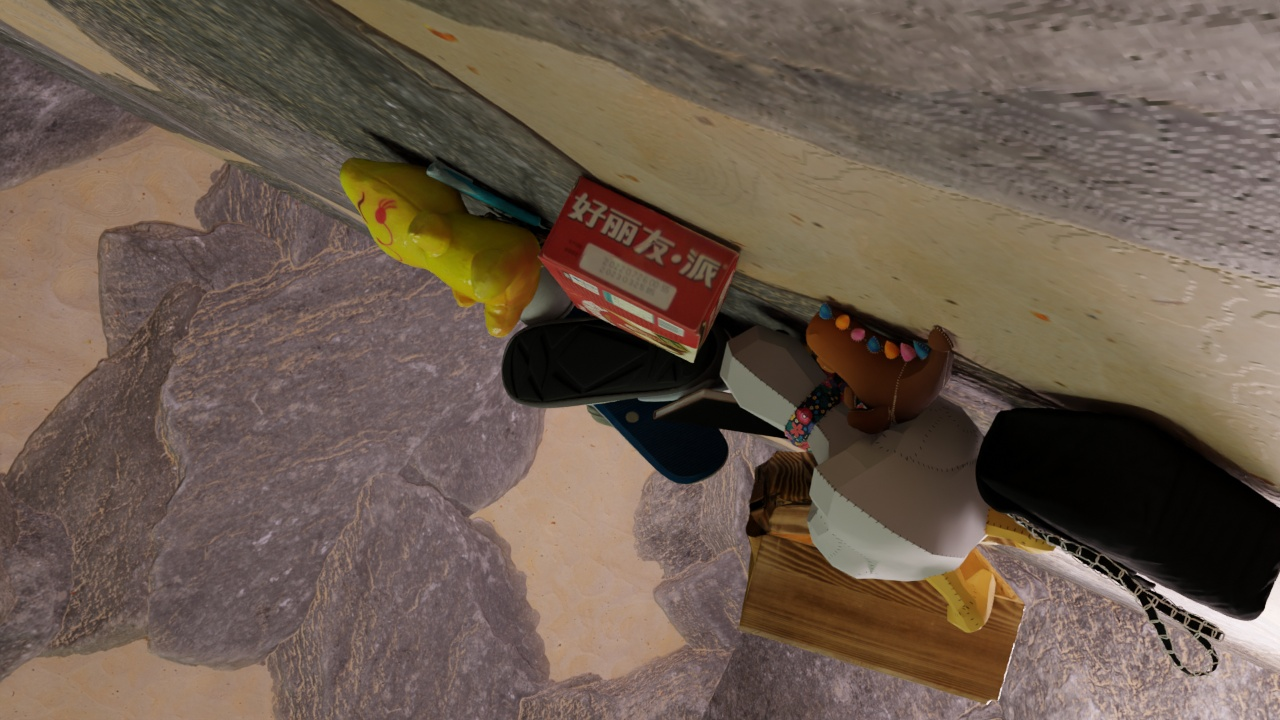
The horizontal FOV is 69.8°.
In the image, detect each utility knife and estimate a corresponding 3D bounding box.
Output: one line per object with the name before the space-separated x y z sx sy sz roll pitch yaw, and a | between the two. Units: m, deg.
utility knife | -0.106 -0.128 0.794 0.168 0.015 0.022 25 -176 -22

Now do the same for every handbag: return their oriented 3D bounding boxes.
handbag | 0.277 0.101 0.543 0.153 0.114 0.125 24 179 -22

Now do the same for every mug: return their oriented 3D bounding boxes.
mug | -0.101 -0.085 0.938 0.113 0.084 0.070 -9 157 27

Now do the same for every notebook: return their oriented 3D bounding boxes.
notebook | 0.133 0.058 0.874 0.209 0.008 0.142 10 166 -15

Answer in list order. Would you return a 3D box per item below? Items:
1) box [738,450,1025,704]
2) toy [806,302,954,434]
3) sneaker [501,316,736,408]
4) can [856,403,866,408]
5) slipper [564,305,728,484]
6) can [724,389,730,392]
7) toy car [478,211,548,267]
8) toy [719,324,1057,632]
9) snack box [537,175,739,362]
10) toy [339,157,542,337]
box | 0.224 0.179 0.919 0.247 0.176 0.279 13 -174 8
toy | 0.145 -0.008 0.560 0.090 0.070 0.103 38 157 15
sneaker | -0.006 0.005 0.952 0.257 0.093 0.160 -6 170 30
can | 0.226 0.052 0.780 0.086 0.043 0.086 26 177 1
slipper | -0.015 0.031 1.019 0.295 0.118 0.060 50 151 29
can | 0.099 0.019 1.063 0.127 0.064 0.064 28 176 -35
toy car | -0.117 -0.109 0.878 0.112 0.047 0.047 23 179 43
toy | 0.161 0.071 0.659 0.267 0.141 0.246 38 -165 10
snack box | 0.003 -0.055 0.670 0.113 0.060 0.236 26 177 4
toy | -0.173 -0.114 0.819 0.194 0.087 0.134 34 166 21
